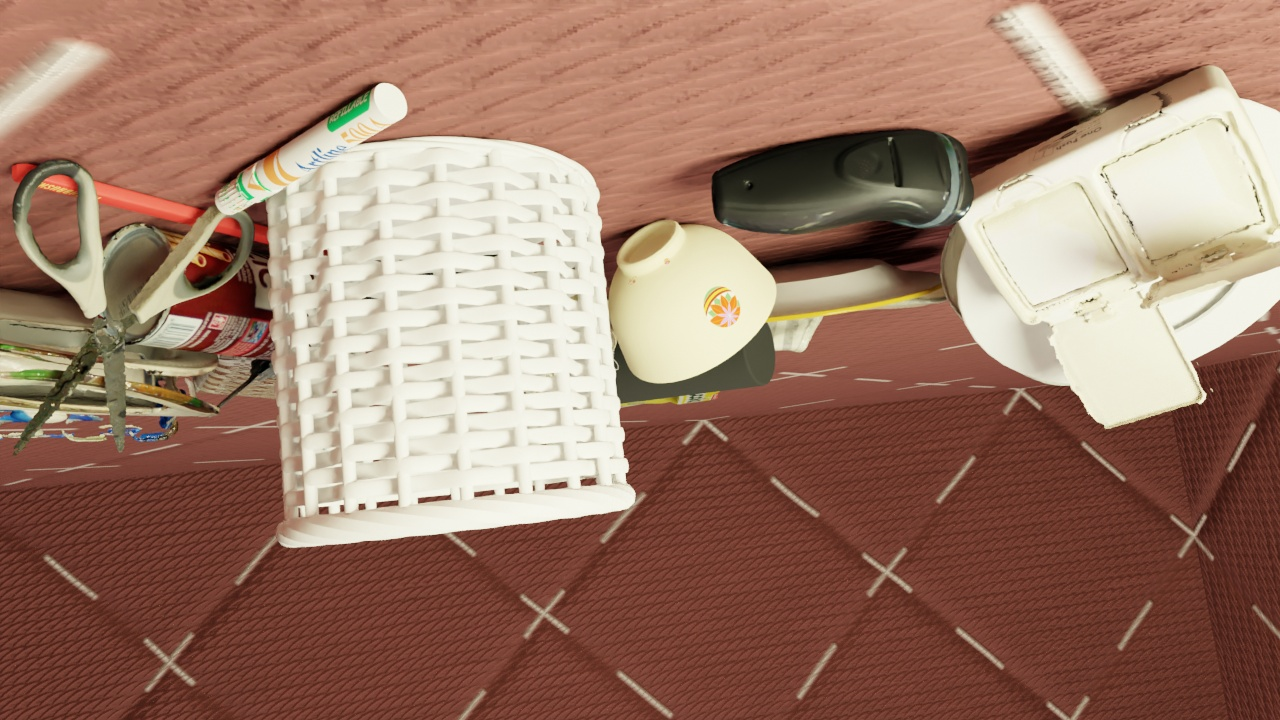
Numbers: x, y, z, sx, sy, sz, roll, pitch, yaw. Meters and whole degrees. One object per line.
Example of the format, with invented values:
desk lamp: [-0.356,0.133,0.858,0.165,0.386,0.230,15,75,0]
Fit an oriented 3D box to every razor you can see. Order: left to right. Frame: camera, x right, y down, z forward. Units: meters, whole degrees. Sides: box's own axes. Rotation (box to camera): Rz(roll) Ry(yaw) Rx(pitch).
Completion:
razor: [0.109,-0.094,0.507,0.140,0.053,0.064,-5,165,2]

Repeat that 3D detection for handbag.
handbag: [-0.359,0.010,0.553,0.200,0.093,0.200,10,-178,37]
handbag: [-0.358,0.006,0.892,0.124,0.047,0.186,8,166,-31]

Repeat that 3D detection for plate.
plate: [0.120,-0.059,0.723,0.230,0.021,0.229,-8,-170,1]
plate: [0.300,-0.059,0.553,0.208,0.015,0.209,1,131,1]

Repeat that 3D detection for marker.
marker: [-0.158,-0.094,0.425,0.146,0.017,0.017,-13,170,39]

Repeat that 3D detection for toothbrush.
toothbrush: [-0.239,-0.073,0.512,0.012,0.018,0.212,-10,171,24]

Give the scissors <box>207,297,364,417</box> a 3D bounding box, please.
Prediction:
scissors: [-0.244,-0.012,0.652,0.139,0.019,0.136,-31,-159,8]

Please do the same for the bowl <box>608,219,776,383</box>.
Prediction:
bowl: [0.023,-0.052,0.623,0.118,0.117,0.074,-12,128,35]

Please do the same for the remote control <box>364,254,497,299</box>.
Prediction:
remote control: [-0.159,-0.063,0.676,0.140,0.009,0.030,-14,169,43]

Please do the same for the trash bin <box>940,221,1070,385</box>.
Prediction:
trash bin: [0.301,-0.056,0.682,0.134,0.133,0.161,-12,165,35]

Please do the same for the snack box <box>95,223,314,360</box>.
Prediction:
snack box: [-0.257,-0.037,0.563,0.072,0.072,0.121,-10,170,25]

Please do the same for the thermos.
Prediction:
thermos: [-0.004,0.005,0.778,0.232,0.061,0.061,-9,172,31]

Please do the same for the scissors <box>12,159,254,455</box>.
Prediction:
scissors: [-0.264,-0.030,0.464,0.012,0.170,0.158,25,146,29]

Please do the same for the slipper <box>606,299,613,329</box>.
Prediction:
slipper: [-0.010,-0.021,0.943,0.115,0.052,0.262,-8,172,23]

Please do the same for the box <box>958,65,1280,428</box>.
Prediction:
box: [0.271,-0.032,0.486,0.144,0.184,0.098,-26,-156,37]

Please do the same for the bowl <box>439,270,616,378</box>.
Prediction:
bowl: [-0.094,-0.030,0.718,0.145,0.063,0.145,-8,160,-3]

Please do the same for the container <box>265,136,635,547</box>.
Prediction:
container: [-0.107,-0.001,0.512,0.189,0.186,0.189,-6,172,-1]

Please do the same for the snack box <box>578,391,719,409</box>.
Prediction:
snack box: [-0.009,0.021,0.904,0.181,0.045,0.121,-6,168,-2]

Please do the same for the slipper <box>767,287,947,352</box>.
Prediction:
slipper: [0.138,-0.042,0.819,0.273,0.054,0.114,-8,-165,3]
